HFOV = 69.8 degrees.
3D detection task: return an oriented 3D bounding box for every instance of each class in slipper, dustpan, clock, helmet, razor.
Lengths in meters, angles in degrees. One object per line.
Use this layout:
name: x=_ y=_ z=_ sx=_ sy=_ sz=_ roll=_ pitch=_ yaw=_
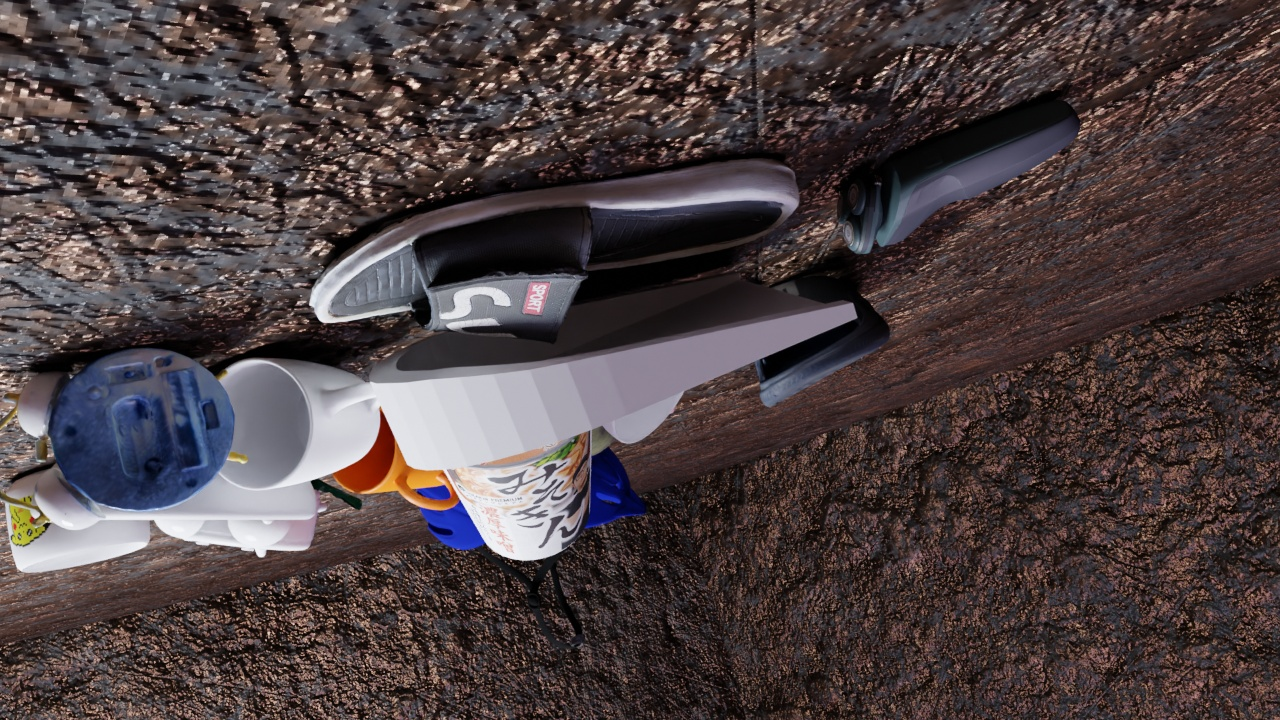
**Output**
slipper: x=-0.037 y=-0.047 z=0.485 sx=0.263 sy=0.063 sz=0.111 roll=-15 pitch=169 yaw=-16
slipper: x=0.148 y=-0.037 z=0.790 sx=0.111 sy=0.083 sz=0.267 roll=-29 pitch=-177 yaw=19
dustpan: x=-0.032 y=-0.016 z=0.561 sx=0.257 sy=0.053 sz=0.191 roll=-23 pitch=-165 yaw=-9
clock: x=-0.363 y=0.145 z=0.837 sx=0.125 sy=0.072 sz=0.161 roll=8 pitch=170 yaw=-4
clock: x=-0.288 y=0.043 z=0.505 sx=0.125 sy=0.089 sz=0.052 roll=-12 pitch=175 yaw=-26
helmet: x=-0.115 y=0.165 z=0.890 sx=0.241 sy=0.228 sz=0.147 roll=1 pitch=-174 yaw=2
razor: x=0.184 y=-0.110 z=0.541 sx=0.143 sy=0.047 sz=0.052 roll=-23 pitch=143 yaw=21

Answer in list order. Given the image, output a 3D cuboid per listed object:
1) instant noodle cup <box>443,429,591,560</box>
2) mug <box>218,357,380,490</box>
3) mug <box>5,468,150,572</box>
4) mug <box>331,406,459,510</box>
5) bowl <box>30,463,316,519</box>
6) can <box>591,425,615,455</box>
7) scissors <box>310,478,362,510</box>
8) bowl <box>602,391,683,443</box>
instant noodle cup: x=-0.087 y=0.074 z=0.669 sx=0.123 sy=0.123 sz=0.122 roll=-14 pitch=131 yaw=-9
mug: x=-0.207 y=0.034 z=0.594 sx=0.114 sy=0.081 sz=0.087 roll=-19 pitch=174 yaw=14
mug: x=-0.452 y=0.125 z=0.725 sx=0.116 sy=0.068 sz=0.094 roll=-19 pitch=169 yaw=15
mug: x=-0.195 y=0.083 z=0.779 sx=0.078 sy=0.112 sz=0.095 roll=-51 pitch=158 yaw=14
bowl: x=-0.318 y=0.078 z=0.641 sx=0.176 sy=0.066 sz=0.177 roll=0 pitch=170 yaw=0
can: x=-0.067 y=0.040 z=0.794 sx=0.090 sy=0.090 sz=0.074 roll=-19 pitch=169 yaw=16
scissors: x=-0.325 y=0.088 z=0.798 sx=0.137 sy=0.015 sz=0.210 roll=33 pitch=163 yaw=-31
bowl: x=-0.004 y=0.004 z=0.728 sx=0.114 sy=0.050 sz=0.115 roll=-43 pitch=150 yaw=-33
